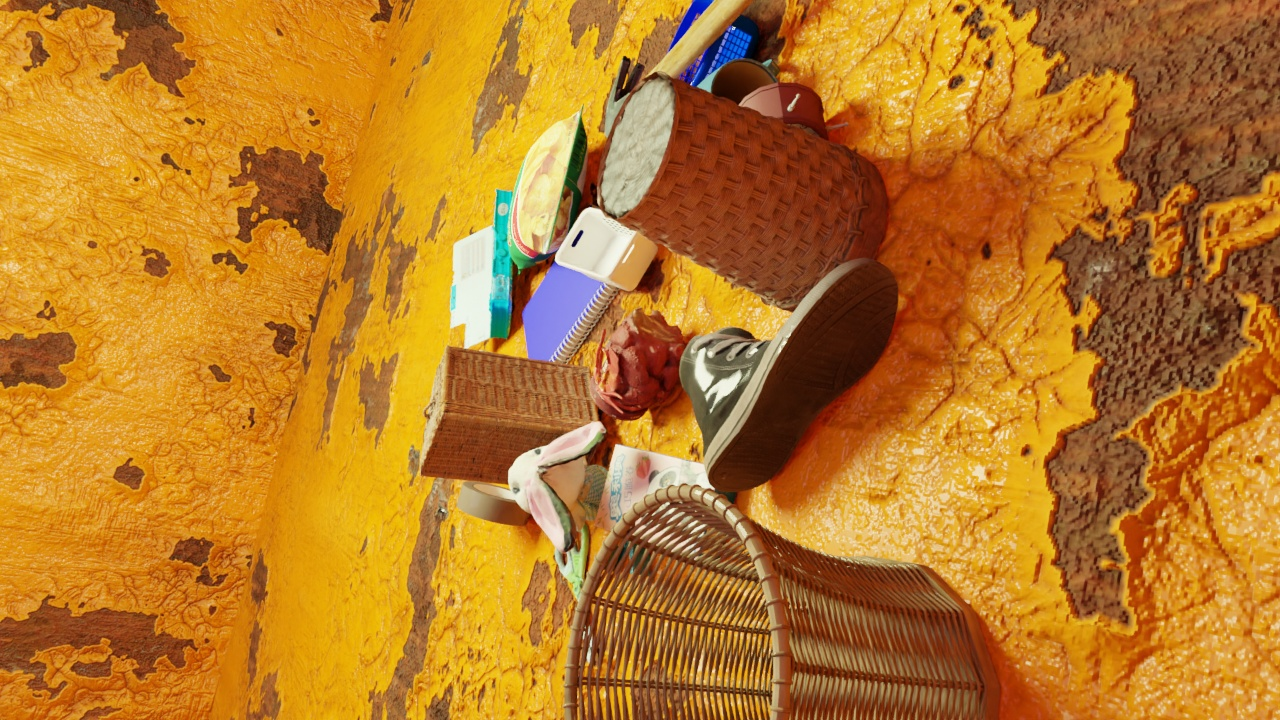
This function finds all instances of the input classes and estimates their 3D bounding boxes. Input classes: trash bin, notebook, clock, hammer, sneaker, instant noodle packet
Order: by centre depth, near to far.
[{"bbox_3d":[0.078,-0.136,0.766,0.152,0.210,0.151,-35,47,49],"label":"trash bin"},{"bbox_3d":[0.114,-0.009,0.767,0.235,0.095,0.119,-62,33,35],"label":"sneaker"},{"bbox_3d":[0.122,-0.205,0.849,0.125,0.087,0.044,-34,49,44],"label":"clock"},{"bbox_3d":[0.059,-0.336,0.955,0.332,0.033,0.132,-34,47,48],"label":"hammer"},{"bbox_3d":[-0.099,-0.078,1.229,0.210,0.022,0.171,-52,35,33],"label":"notebook"},{"bbox_3d":[-0.130,-0.227,1.275,0.253,0.090,0.195,173,110,-73],"label":"instant noodle packet"}]

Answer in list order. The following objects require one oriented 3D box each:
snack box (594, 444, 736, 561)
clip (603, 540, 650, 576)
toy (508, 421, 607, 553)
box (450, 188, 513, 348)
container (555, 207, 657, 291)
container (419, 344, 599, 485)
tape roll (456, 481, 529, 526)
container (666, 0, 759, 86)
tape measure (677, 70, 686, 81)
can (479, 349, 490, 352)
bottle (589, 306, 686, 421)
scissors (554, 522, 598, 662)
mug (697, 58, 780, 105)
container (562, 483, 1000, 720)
[{"bbox_3d":[0.023,0.135,0.882,0.154,0.033,0.088,6,79,50],"label":"snack box"},{"bbox_3d":[-0.016,0.164,0.968,0.113,0.028,0.126,6,80,55],"label":"clip"},{"bbox_3d":[-0.083,0.124,0.970,0.205,0.106,0.131,54,-127,-79],"label":"toy"},{"bbox_3d":[-0.238,-0.133,1.446,0.181,0.074,0.226,-40,44,45],"label":"box"},{"bbox_3d":[-0.037,-0.129,1.092,0.129,0.049,0.080,24,82,52],"label":"container"},{"bbox_3d":[-0.152,0.069,1.072,0.112,0.198,0.114,-99,26,-43],"label":"container"},{"bbox_3d":[-0.187,0.183,1.178,0.094,0.093,0.030,16,90,60],"label":"tape roll"},{"bbox_3d":[0.077,-0.335,1.015,0.114,0.058,0.096,-64,31,18],"label":"container"},{"bbox_3d":[0.027,-0.323,1.122,0.059,0.030,0.068,-2,72,59],"label":"tape measure"},{"bbox_3d":[-0.232,0.072,1.335,0.067,0.067,0.170,16,90,60],"label":"can"},{"bbox_3d":[-0.006,0.006,0.956,0.111,0.099,0.098,-55,35,39],"label":"bottle"},{"bbox_3d":[-0.067,0.254,1.022,0.072,0.033,0.175,-51,41,30],"label":"scissors"},{"bbox_3d":[0.096,-0.262,0.940,0.112,0.084,0.104,-50,15,-14],"label":"mug"},{"bbox_3d":[0.090,0.208,0.593,0.228,0.196,0.226,-34,48,49],"label":"container"}]
